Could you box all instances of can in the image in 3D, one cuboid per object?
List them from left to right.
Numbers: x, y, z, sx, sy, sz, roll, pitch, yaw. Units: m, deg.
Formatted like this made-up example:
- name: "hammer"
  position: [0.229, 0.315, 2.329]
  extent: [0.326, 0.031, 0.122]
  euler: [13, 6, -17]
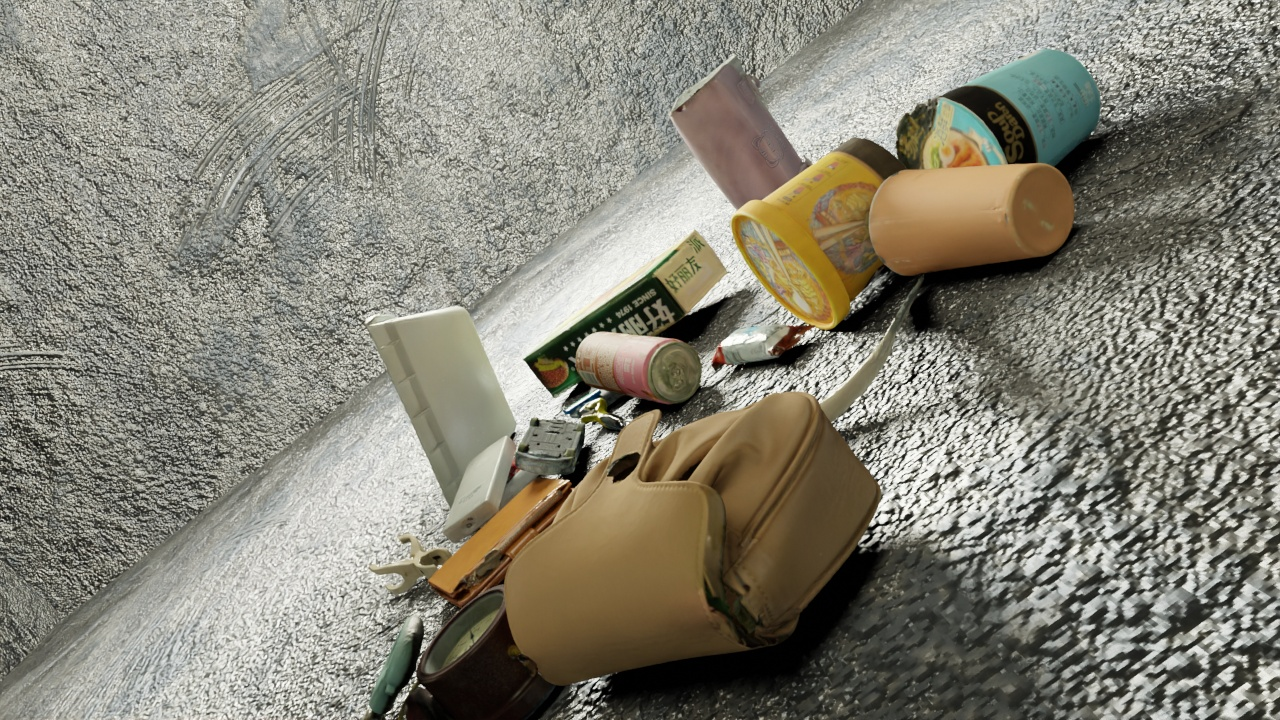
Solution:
- name: "can"
  position: [-0.005, 0.005, 0.854]
  extent: [0.057, 0.058, 0.147]
  euler: [-43, 23, -20]

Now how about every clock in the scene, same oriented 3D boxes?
- name: "clock"
  position: [-0.099, 0.187, 0.556]
  extent: [0.122, 0.055, 0.081]
  euler: [-34, 15, 21]

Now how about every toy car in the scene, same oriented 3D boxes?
- name: "toy car"
  position: [-0.082, 0.082, 0.846]
  extent: [0.054, 0.037, 0.120]
  euler: [7, 12, 1]

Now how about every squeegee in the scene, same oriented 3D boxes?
- name: "squeegee"
  position: [0.085, 0.044, 0.594]
  extent: [0.247, 0.039, 0.246]
  euler: [-38, -4, 21]

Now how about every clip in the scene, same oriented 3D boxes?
- name: "clip"
  position: [-0.206, 0.184, 0.871]
  extent: [0.104, 0.035, 0.089]
  euler: [-25, 20, 28]

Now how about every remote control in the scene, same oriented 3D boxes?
- name: "remote control"
  position: [-0.151, 0.120, 0.877]
  extent: [0.056, 0.019, 0.135]
  euler: [-37, 17, 13]
- name: "remote control"
  position: [-0.123, 0.114, 0.913]
  extent: [0.135, 0.020, 0.056]
  euler: [-45, 17, -27]

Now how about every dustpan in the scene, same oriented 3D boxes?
- name: "dustpan"
  position: [-0.254, 0.047, 1.059]
  extent: [0.143, 0.223, 0.257]
  euler: [-19, 10, 21]

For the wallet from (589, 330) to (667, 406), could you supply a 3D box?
- name: "wallet"
  position: [-0.015, 0.011, 0.979]
  extent: [0.097, 0.019, 0.120]
  euler: [-34, 12, 15]

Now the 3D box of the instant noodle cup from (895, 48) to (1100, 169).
- name: "instant noodle cup"
  position: [0.277, -0.172, 0.694]
  extent: [0.120, 0.111, 0.111]
  euler: [-33, 13, -16]

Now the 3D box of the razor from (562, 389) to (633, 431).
- name: "razor"
  position: [-0.029, 0.055, 0.867]
  extent: [0.042, 0.022, 0.143]
  euler: [-35, 19, -17]

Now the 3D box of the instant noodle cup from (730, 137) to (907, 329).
- name: "instant noodle cup"
  position: [0.151, -0.104, 0.723]
  extent: [0.114, 0.118, 0.118]
  euler: [-41, 15, -8]

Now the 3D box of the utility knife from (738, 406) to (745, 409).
- name: "utility knife"
  position: [0.014, 0.074, 0.711]
  extent: [0.176, 0.019, 0.030]
  euler: [-25, 15, 37]

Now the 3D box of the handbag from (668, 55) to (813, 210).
- name: "handbag"
  position: [0.124, -0.233, 1.032]
  extent: [0.099, 0.197, 0.144]
  euler: [-31, 16, 27]

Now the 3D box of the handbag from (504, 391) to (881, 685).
- name: "handbag"
  position: [0.016, 0.091, 0.487]
  extent: [0.205, 0.100, 0.147]
  euler: [-29, 18, 42]

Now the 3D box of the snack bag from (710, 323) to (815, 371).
- name: "snack bag"
  position: [0.098, -0.014, 0.762]
  extent: [0.045, 0.026, 0.105]
  euler: [-35, 12, -28]

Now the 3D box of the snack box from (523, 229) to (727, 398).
- name: "snack box"
  position: [-0.020, -0.049, 1.040]
  extent: [0.241, 0.063, 0.114]
  euler: [-30, 11, 43]

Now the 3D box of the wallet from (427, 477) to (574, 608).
- name: "wallet"
  position: [-0.111, 0.148, 0.756]
  extent: [0.131, 0.031, 0.108]
  euler: [-44, 12, -22]

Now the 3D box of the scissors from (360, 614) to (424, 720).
- name: "scissors"
  position: [-0.161, 0.217, 0.573]
  extent: [0.174, 0.019, 0.177]
  euler: [-133, 64, -80]

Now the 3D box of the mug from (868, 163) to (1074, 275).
- name: "mug"
  position: [0.227, -0.099, 0.630]
  extent: [0.078, 0.078, 0.123]
  euler: [-42, 20, -17]
